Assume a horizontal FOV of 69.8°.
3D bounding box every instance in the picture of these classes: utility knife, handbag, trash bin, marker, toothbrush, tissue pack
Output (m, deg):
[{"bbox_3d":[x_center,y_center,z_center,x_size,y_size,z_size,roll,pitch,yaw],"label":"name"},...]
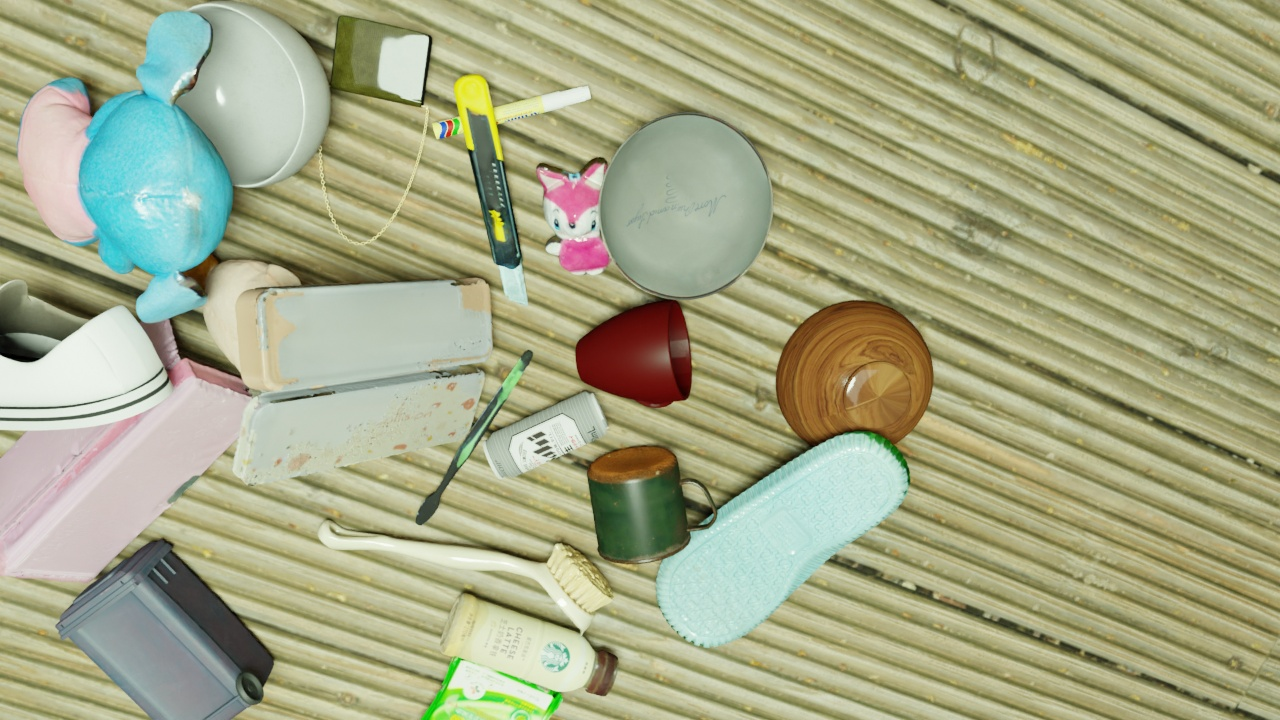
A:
[{"bbox_3d":[-0.121,-0.137,0.768,0.029,0.020,0.198,-11,113,-3],"label":"utility knife"},{"bbox_3d":[-0.220,-0.184,0.754,0.084,0.027,0.178,10,107,-9],"label":"handbag"},{"bbox_3d":[-0.407,0.245,0.791,0.094,0.092,0.161,-36,104,2],"label":"trash bin"},{"bbox_3d":[-0.106,-0.207,0.762,0.132,0.014,0.014,-15,104,-3],"label":"marker"},{"bbox_3d":[-0.150,0.069,0.824,0.014,0.017,0.188,32,94,-17],"label":"toothbrush"},{"bbox_3d":[-0.143,0.331,0.874,0.114,0.034,0.099,26,100,-10],"label":"tissue pack"}]

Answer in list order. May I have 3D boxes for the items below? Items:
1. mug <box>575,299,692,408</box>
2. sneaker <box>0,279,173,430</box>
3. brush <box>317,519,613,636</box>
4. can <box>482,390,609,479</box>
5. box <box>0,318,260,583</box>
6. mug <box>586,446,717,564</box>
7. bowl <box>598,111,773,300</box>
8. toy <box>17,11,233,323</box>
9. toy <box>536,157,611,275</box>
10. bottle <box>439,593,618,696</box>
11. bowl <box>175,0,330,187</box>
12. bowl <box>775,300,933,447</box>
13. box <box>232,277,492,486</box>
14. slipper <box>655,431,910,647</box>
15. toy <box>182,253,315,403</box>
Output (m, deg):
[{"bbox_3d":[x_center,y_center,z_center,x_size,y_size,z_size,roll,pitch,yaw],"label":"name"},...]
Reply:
[{"bbox_3d":[-0.005,0.005,0.799,0.088,0.086,0.114,-7,137,15],"label":"mug"},{"bbox_3d":[-0.475,-0.011,0.685,0.246,0.091,0.097,3,120,19],"label":"sneaker"},{"bbox_3d":[-0.156,0.184,0.831,0.272,0.062,0.077,16,84,-6],"label":"brush"},{"bbox_3d":[-0.083,0.066,0.813,0.106,0.044,0.044,-25,105,-1],"label":"can"},{"bbox_3d":[-0.443,0.068,0.775,0.233,0.099,0.115,-44,62,5],"label":"box"},{"bbox_3d":[0.011,0.124,0.813,0.111,0.084,0.081,-6,102,11],"label":"mug"},{"bbox_3d":[0.034,-0.130,0.773,0.150,0.056,0.151,-2,103,-8],"label":"bowl"},{"bbox_3d":[-0.376,-0.144,0.671,0.191,0.098,0.224,17,109,25],"label":"toy"},{"bbox_3d":[-0.050,-0.119,0.774,0.065,0.050,0.102,-10,109,-9],"label":"toy"},{"bbox_3d":[-0.101,0.268,0.851,0.162,0.056,0.056,22,99,-11],"label":"bottle"},{"bbox_3d":[-0.298,-0.205,0.707,0.132,0.064,0.132,5,112,13],"label":"bowl"},{"bbox_3d":[0.202,0.024,0.824,0.147,0.069,0.147,-1,103,-6],"label":"bowl"},{"bbox_3d":[-0.210,0.010,0.720,0.063,0.216,0.157,28,112,32],"label":"box"},{"bbox_3d":[0.125,0.158,0.846,0.277,0.069,0.116,-41,101,18],"label":"slipper"},{"bbox_3d":[-0.310,-0.035,0.750,0.176,0.076,0.133,38,125,-1],"label":"toy"}]
